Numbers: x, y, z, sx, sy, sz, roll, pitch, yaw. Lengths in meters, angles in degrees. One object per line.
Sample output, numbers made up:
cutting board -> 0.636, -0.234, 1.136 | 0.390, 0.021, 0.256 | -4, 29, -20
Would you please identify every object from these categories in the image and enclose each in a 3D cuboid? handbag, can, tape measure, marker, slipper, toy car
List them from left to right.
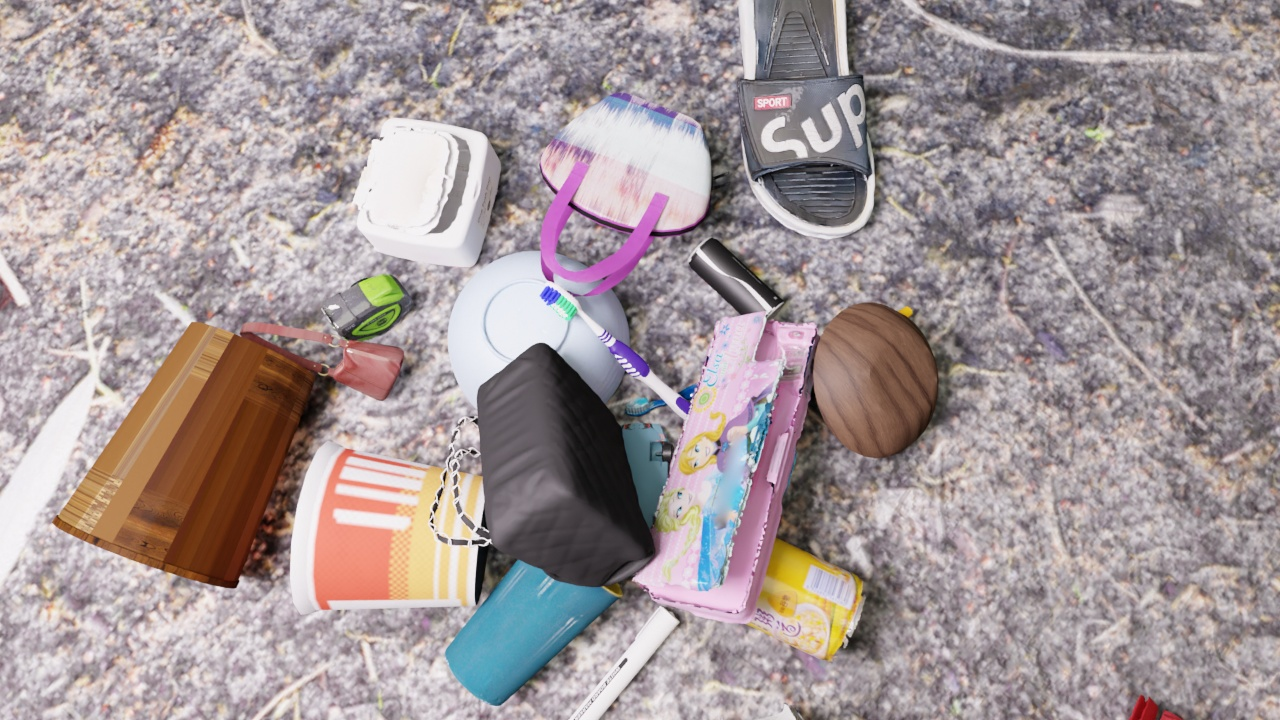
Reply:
handbag -> -0.248, -0.006, 0.713 | 0.119, 0.056, 0.029 | 19, 46, -20
tape measure -> -0.220, -0.044, 0.738 | 0.065, 0.059, 0.036 | -34, 77, -16
handbag -> -0.064, 0.088, 0.639 | 0.115, 0.125, 0.153 | -38, 37, 13
handbag -> -0.021, -0.120, 0.710 | 0.144, 0.068, 0.169 | 23, 59, 8
marker -> -0.020, 0.241, 0.690 | 0.133, 0.017, 0.020 | -49, 43, -7
toy car -> -0.002, 0.103, 0.711 | 0.060, 0.027, 0.107 | -3, 63, 9
can -> 0.076, -0.062, 0.739 | 0.031, 0.031, 0.080 | -45, 79, -6
handbag -> 0.091, 0.326, 0.598 | 0.074, 0.151, 0.176 | -12, 79, 0
can -> 0.104, 0.168, 0.671 | 0.105, 0.068, 0.067 | 24, 80, 7
slipper -> 0.133, -0.230, 0.756 | 0.111, 0.063, 0.263 | -3, 76, 3

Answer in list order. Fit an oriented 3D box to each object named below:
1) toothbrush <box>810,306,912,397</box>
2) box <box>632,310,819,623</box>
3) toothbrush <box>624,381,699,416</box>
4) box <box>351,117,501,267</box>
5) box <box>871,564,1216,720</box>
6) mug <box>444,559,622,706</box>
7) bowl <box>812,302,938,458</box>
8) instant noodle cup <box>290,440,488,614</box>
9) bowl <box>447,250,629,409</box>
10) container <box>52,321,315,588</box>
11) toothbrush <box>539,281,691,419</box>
toothbrush -> 0.136, 0.016, 0.721 | 0.196, 0.031, 0.031 | -36, 75, -7
box -> 0.063, 0.063, 0.655 | 0.085, 0.063, 0.229 | 6, 61, 26
toothbrush -> 0.053, 0.023, 0.730 | 0.135, 0.017, 0.021 | -13, 70, 1
box -> -0.177, -0.144, 0.736 | 0.102, 0.102, 0.108 | 11, 77, 4
box -> 0.276, 0.298, 0.568 | 0.425, 0.128, 0.212 | 32, 81, -21
mug -> -0.082, 0.189, 0.677 | 0.078, 0.078, 0.121 | 43, 89, 10
bowl -> 0.186, 0.013, 0.687 | 0.119, 0.032, 0.119 | 3, 83, -28
instant noodle cup -> -0.176, 0.128, 0.675 | 0.121, 0.123, 0.123 | 6, 78, -3
bowl -> -0.085, -0.022, 0.718 | 0.150, 0.075, 0.150 | -1, 79, 3
container -> -0.330, 0.068, 0.692 | 0.132, 0.132, 0.167 | 20, 74, 7
toothbrush -> -0.004, 0.004, 0.695 | 0.186, 0.015, 0.016 | 42, 66, -20
